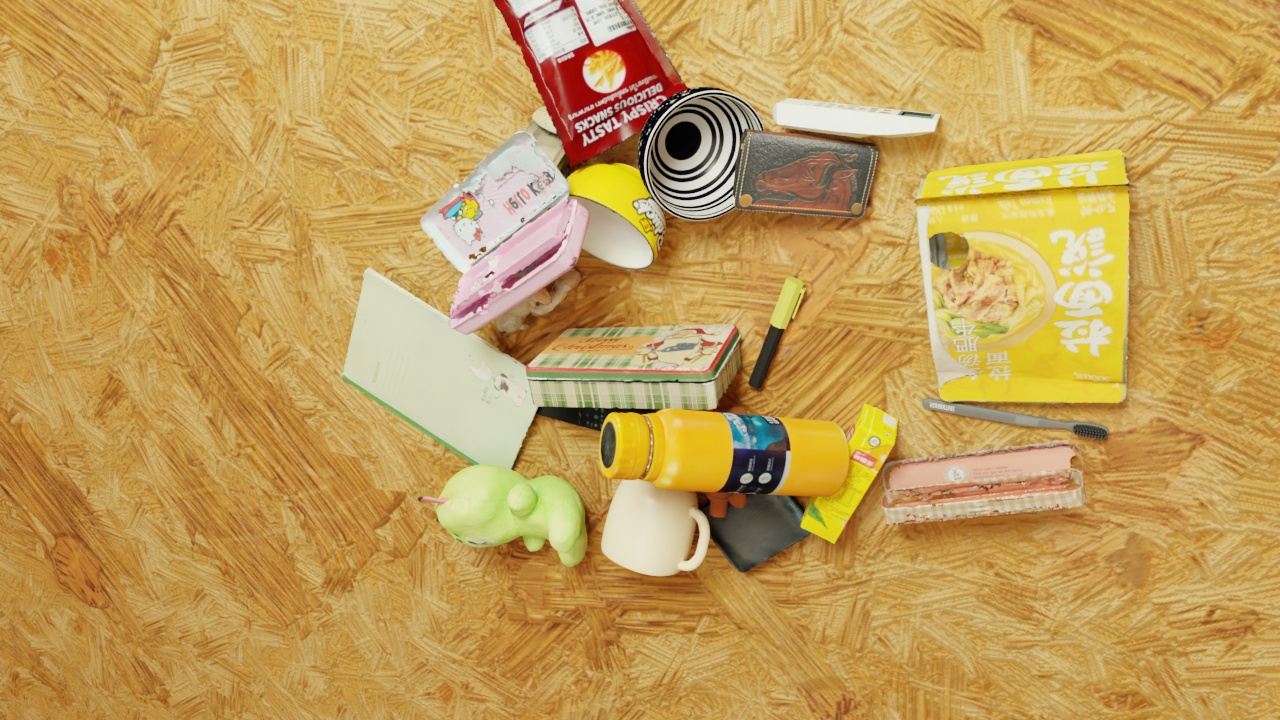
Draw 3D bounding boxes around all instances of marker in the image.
[{"bbox_3d":[0.137,-0.025,0.929,0.021,0.017,0.124,24,119,12],"label":"marker"}]

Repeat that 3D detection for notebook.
[{"bbox_3d":[-0.240,0.023,1.091,0.252,0.010,0.182,32,128,7],"label":"notebook"}]

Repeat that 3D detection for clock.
[{"bbox_3d":[-0.091,-0.203,0.909,0.054,0.092,0.141,27,119,2],"label":"clock"}]

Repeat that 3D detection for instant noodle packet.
[{"bbox_3d":[0.338,-0.058,0.808,0.163,0.084,0.222,-2,116,25],"label":"instant noodle packet"}]

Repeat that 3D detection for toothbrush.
[{"bbox_3d":[0.356,0.055,0.877,0.167,0.013,0.013,10,114,21],"label":"toothbrush"}]

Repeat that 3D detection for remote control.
[{"bbox_3d":[0.189,-0.212,0.815,0.143,0.049,0.024,11,113,17],"label":"remote control"},{"bbox_3d":[-0.053,0.057,1.037,0.152,0.020,0.041,14,121,15],"label":"remote control"}]

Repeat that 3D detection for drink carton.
[{"bbox_3d":[0.213,0.115,0.931,0.043,0.058,0.135,27,117,8],"label":"drink carton"}]

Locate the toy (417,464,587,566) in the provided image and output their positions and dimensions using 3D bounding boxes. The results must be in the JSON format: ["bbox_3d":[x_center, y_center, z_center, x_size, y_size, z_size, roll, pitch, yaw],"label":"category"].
[{"bbox_3d":[-0.153,0.174,1.078,0.197,0.107,0.150,18,159,13],"label":"toy"}]

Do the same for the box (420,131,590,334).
[{"bbox_3d":[-0.131,-0.117,0.894,0.202,0.077,0.146,-25,74,44],"label":"box"}]

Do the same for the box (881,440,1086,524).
[{"bbox_3d":[0.326,0.118,0.881,0.187,0.082,0.042,-11,117,23],"label":"box"}]

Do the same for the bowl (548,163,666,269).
[{"bbox_3d":[-0.024,-0.150,0.904,0.117,0.067,0.117,25,161,9],"label":"bowl"}]

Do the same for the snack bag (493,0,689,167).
[{"bbox_3d":[-0.054,-0.303,0.848,0.138,0.067,0.208,-31,94,-14],"label":"snack bag"}]

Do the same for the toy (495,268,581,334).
[{"bbox_3d":[-0.125,-0.068,0.997,0.085,0.074,0.106,30,123,-6],"label":"toy"}]

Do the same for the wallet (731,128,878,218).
[{"bbox_3d":[0.149,-0.170,0.838,0.123,0.019,0.072,4,118,-5],"label":"wallet"}]

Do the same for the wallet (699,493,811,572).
[{"bbox_3d":[0.123,0.177,1.010,0.115,0.026,0.089,-40,91,29],"label":"wallet"}]

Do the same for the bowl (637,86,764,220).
[{"bbox_3d":[0.050,-0.198,0.858,0.120,0.066,0.120,-9,121,-16],"label":"bowl"}]

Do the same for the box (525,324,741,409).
[{"bbox_3d":[-0.006,0.006,0.943,0.206,0.117,0.051,0,112,24],"label":"box"}]

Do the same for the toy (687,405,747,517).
[{"bbox_3d":[0.082,0.106,0.972,0.095,0.065,0.128,18,111,40],"label":"toy"}]

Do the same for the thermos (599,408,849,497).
[{"bbox_3d":[0.076,0.088,0.875,0.232,0.091,0.076,5,85,-20],"label":"thermos"}]

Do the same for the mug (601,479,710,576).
[{"bbox_3d":[0.024,0.174,1.005,0.120,0.096,0.100,20,102,29],"label":"mug"}]
